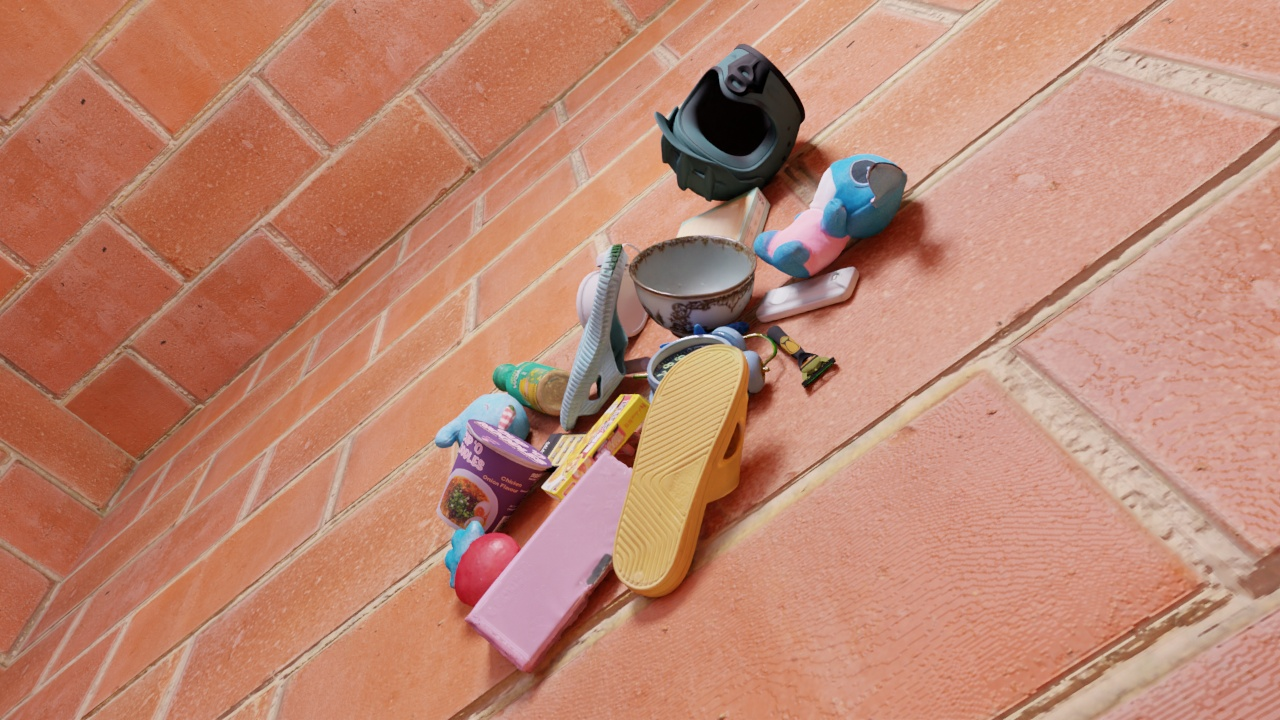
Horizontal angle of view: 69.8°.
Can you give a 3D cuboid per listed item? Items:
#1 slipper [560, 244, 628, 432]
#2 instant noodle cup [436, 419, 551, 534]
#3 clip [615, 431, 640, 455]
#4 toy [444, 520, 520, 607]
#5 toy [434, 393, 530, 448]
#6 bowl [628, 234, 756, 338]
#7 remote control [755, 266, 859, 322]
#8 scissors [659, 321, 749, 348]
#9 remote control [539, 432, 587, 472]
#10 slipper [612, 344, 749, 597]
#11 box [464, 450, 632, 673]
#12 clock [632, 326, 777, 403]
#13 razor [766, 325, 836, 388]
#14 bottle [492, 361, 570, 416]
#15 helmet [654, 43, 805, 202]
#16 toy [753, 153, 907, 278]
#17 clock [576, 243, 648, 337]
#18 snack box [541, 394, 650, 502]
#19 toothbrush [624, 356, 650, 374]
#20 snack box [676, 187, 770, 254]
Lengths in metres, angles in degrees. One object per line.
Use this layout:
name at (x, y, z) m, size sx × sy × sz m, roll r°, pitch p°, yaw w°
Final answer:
slipper at (-0.047, -0.023, 1.203) m, size 0.115 × 0.069 × 0.277 m, roll -85°, pitch 11°, yaw -57°
instant noodle cup at (-0.198, 0.157, 1.167) m, size 0.122 × 0.122 × 0.136 m, roll -61°, pitch -19°, yaw 2°
clip at (-0.024, 0.107, 1.118) m, size 0.060 × 0.023 × 0.045 m, roll -25°, pitch 31°, yaw 25°
toy at (-0.190, 0.242, 1.085) m, size 0.133 × 0.062 × 0.092 m, roll 15°, pitch 70°, yaw 51°
toy at (-0.236, 0.125, 1.307) m, size 0.180 × 0.115 × 0.184 m, roll -62°, pitch 19°, yaw -12°
bowl at (0.070, -0.082, 1.161) m, size 0.160 × 0.094 × 0.159 m, roll -5°, pitch 34°, yaw 3°
remote control at (0.194, -0.079, 1.085) m, size 0.134 × 0.022 × 0.050 m, roll -15°, pitch 36°, yaw 45°
scissors at (0.072, -0.025, 1.116) m, size 0.125 × 0.016 × 0.124 m, roll -10°, pitch -20°, yaw -31°
remote control at (-0.091, 0.120, 1.199) m, size 0.134 × 0.013 × 0.058 m, roll -8°, pitch 42°, yaw 51°
slipper at (0.048, 0.111, 0.930) m, size 0.100 × 0.078 × 0.263 m, roll 9°, pitch 72°, yaw 35°
box at (-0.074, 0.222, 0.999) m, size 0.106 × 0.116 × 0.232 m, roll 32°, pitch 73°, yaw 23°
clock at (0.079, 0.016, 1.038) m, size 0.162 × 0.060 × 0.118 m, roll -25°, pitch 33°, yaw -9°
razor at (0.170, -0.011, 1.020) m, size 0.044 × 0.021 × 0.144 m, roll -41°, pitch 23°, yaw 4°
bottle at (-0.166, 0.036, 1.375) m, size 0.068 × 0.068 × 0.210 m, roll -50°, pitch 26°, yaw -15°
helmet at (0.122, -0.331, 1.342) m, size 0.200 × 0.176 × 0.274 m, roll -48°, pitch -12°, yaw 7°
toy at (0.228, -0.169, 1.074) m, size 0.191 × 0.099 × 0.224 m, roll -38°, pitch 8°, yaw 6°
clock at (-0.033, -0.097, 1.339) m, size 0.061 × 0.120 × 0.158 m, roll -4°, pitch 55°, yaw 41°
snack box at (-0.052, 0.104, 1.083) m, size 0.152 × 0.025 × 0.075 m, roll -49°, pitch 13°, yaw -13°
toothbrush at (-0.007, 0.007, 1.216) m, size 0.018 × 0.019 × 0.188 m, roll -56°, pitch 20°, yaw -22°
snack box at (0.101, -0.155, 1.314) m, size 0.142 × 0.044 × 0.193 m, roll -21°, pitch 33°, yaw 37°
